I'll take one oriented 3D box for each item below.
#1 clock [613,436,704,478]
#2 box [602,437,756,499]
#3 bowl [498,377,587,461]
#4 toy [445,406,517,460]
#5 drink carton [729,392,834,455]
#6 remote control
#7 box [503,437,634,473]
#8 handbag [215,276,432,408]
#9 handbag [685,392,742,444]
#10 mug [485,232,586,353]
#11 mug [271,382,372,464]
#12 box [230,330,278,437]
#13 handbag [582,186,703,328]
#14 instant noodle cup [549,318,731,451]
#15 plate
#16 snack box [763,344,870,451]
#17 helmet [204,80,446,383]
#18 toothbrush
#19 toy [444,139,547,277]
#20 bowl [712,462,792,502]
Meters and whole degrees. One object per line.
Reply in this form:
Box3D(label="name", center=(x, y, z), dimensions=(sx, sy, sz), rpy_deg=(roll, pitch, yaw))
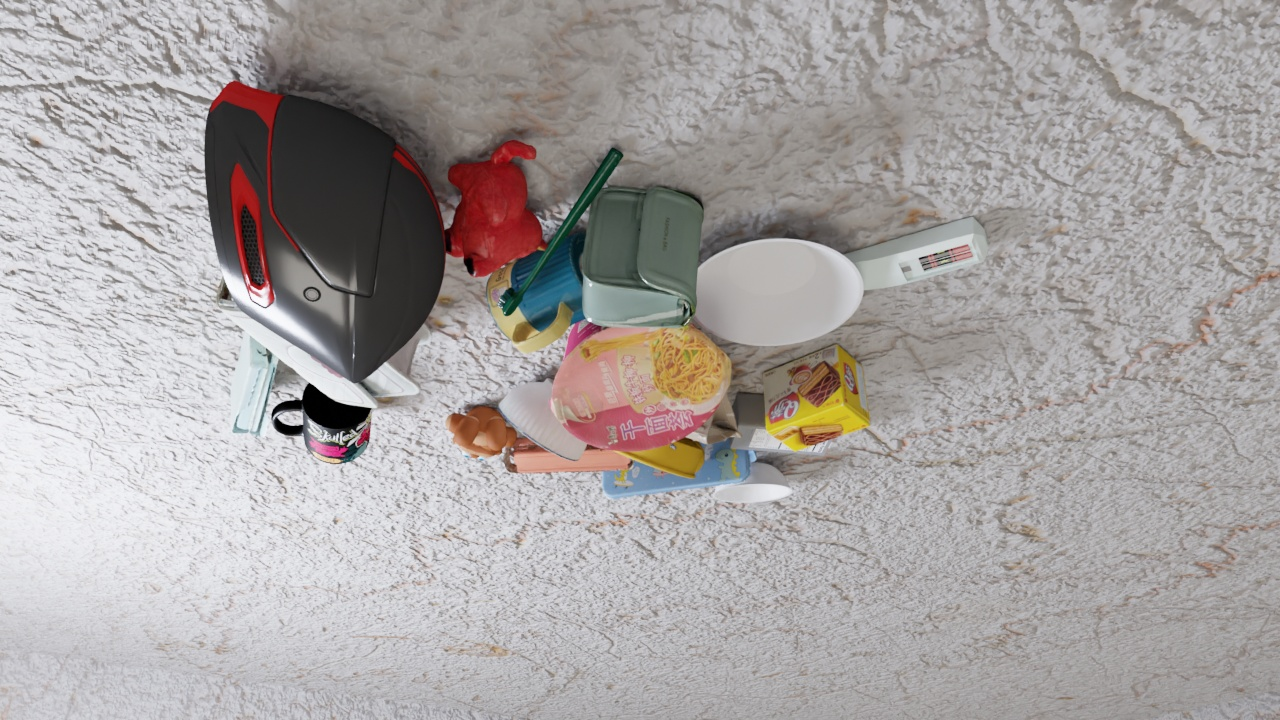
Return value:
Box3D(label="clock", center=(0.024, 0.110, 1.151), dimensions=(0.113, 0.052, 0.152), rpy_deg=(19, 179, 16))
Box3D(label="box", center=(0.055, 0.150, 1.251), dimensions=(0.209, 0.077, 0.074), rpy_deg=(-10, 150, 19))
Box3D(label="bowl", center=(-0.106, 0.062, 1.109), dimensions=(0.118, 0.118, 0.062), rpy_deg=(32, 96, -37))
Box3D(label="toy", center=(-0.213, 0.105, 1.204), dimensions=(0.095, 0.065, 0.128), rpy_deg=(16, 150, -9))
Box3D(label="drink carton", center=(0.178, 0.080, 1.148), dimensions=(0.125, 0.048, 0.076), rpy_deg=(4, 147, -3))
Box3D(label="remote control", center=(0.263, -0.097, 0.892), dimensions=(0.144, 0.024, 0.049), rpy_deg=(-15, 143, 25))
Box3D(label="box", center=(-0.096, 0.117, 1.248), dimensions=(0.188, 0.062, 0.058), rpy_deg=(-2, 121, 12))
Box3D(label="handbag", center=(-0.330, -0.032, 0.970), dimensions=(0.142, 0.096, 0.198), rpy_deg=(-9, 147, 18))
Box3D(label="handbag", center=(0.043, 0.066, 1.110), dimensions=(0.176, 0.062, 0.198), rpy_deg=(14, 171, 28))
Box3D(label="mug", center=(-0.087, -0.058, 0.895), dimensions=(0.107, 0.113, 0.083), rpy_deg=(-20, 132, 28))
Box3D(label="mug", center=(-0.395, 0.071, 1.138), dimensions=(0.118, 0.081, 0.098), rpy_deg=(1, 149, -18))
Box3D(label="box", center=(-0.452, 0.023, 1.076), dimensions=(0.066, 0.082, 0.200), rpy_deg=(24, 142, -16))
Box3D(label="handbag", center=(0.002, -0.096, 0.826), dimensions=(0.106, 0.121, 0.067), rpy_deg=(5, 145, 2))
Box3D(label="instant noodle cup", center=(-0.006, 0.006, 0.947), dimensions=(0.178, 0.077, 0.179), rpy_deg=(-6, 131, -7))
Box3D(label="plate", center=(0.132, -0.078, 0.918), dimensions=(0.174, 0.036, 0.174), rpy_deg=(2, 147, 1))
Box3D(label="snack box", center=(0.201, 0.045, 1.060), dimensions=(0.106, 0.083, 0.061), rpy_deg=(-24, 139, 34))
Box3D(label="helmet", center=(-0.253, -0.102, 0.783), dimensions=(0.170, 0.164, 0.265), rpy_deg=(-1, 122, -8))
Box3D(label="toothbrush", center=(-0.076, -0.115, 0.832), dimensions=(0.190, 0.017, 0.016), rpy_deg=(-51, 163, 22))
Box3D(label="toy", center=(-0.120, -0.146, 0.827), dimensions=(0.093, 0.088, 0.133), rpy_deg=(-12, 141, -42))
Box3D(label="bowl", center=(0.155, 0.167, 1.286), dimensions=(0.110, 0.040, 0.110), rpy_deg=(-1, 158, -1))
